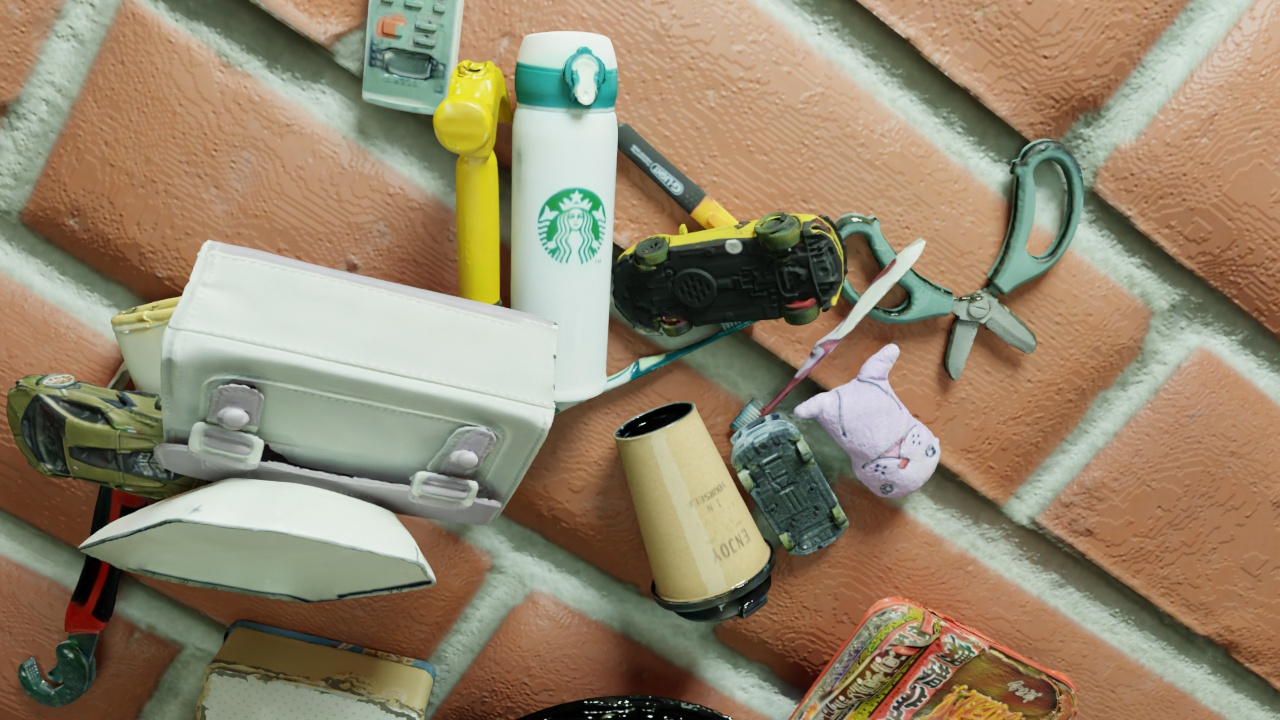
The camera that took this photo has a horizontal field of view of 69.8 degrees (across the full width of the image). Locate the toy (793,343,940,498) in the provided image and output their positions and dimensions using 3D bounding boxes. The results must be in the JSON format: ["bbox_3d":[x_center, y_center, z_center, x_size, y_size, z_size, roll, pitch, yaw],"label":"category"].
[{"bbox_3d":[0.169,0.049,0.646,0.084,0.039,0.108,-37,105,5],"label":"toy"}]

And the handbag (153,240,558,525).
[{"bbox_3d":[-0.162,0.028,0.526,0.197,0.098,0.145,13,139,-16],"label":"handbag"}]

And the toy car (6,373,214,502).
[{"bbox_3d":[-0.345,0.052,0.595,0.158,0.042,0.070,9,112,10],"label":"toy car"}]

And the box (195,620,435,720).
[{"bbox_3d":[-0.257,0.267,0.714,0.184,0.061,0.090,18,108,-4],"label":"box"}]

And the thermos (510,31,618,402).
[{"bbox_3d":[-0.048,-0.088,0.576,0.073,0.073,0.224,3,111,-2],"label":"thermos"}]

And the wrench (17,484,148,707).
[{"bbox_3d":[-0.408,0.169,0.681,0.056,0.016,0.274,33,114,-2],"label":"wrench"}]

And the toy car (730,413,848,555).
[{"bbox_3d":[0.107,0.091,0.662,0.054,0.036,0.121,-29,119,7],"label":"toy car"}]

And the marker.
[{"bbox_3d":[0.029,-0.110,0.600,0.124,0.015,0.018,40,106,-14],"label":"marker"}]

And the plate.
[{"bbox_3d":[-0.239,0.115,0.575,0.162,0.034,0.267,26,149,-36],"label":"plate"}]

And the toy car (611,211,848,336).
[{"bbox_3d":[0.054,-0.056,0.594,0.156,0.041,0.071,-7,124,24],"label":"toy car"}]

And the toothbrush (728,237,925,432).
[{"bbox_3d":[0.124,-0.013,0.625,0.017,0.016,0.188,39,114,-3],"label":"toothbrush"}]

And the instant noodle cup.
[{"bbox_3d":[0.214,0.261,0.702,0.189,0.079,0.165,28,108,-9],"label":"instant noodle cup"}]

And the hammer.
[{"bbox_3d":[-0.102,-0.038,0.587,0.033,0.128,0.301,3,121,-3],"label":"hammer"}]

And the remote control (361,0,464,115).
[{"bbox_3d":[-0.136,-0.220,0.557,0.056,0.019,0.135,10,110,-4],"label":"remote control"}]

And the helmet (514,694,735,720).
[{"bbox_3d":[-0.061,0.398,0.672,0.314,0.247,0.241,-6,135,-30],"label":"helmet"}]

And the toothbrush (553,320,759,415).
[{"bbox_3d":[-0.004,0.004,0.642,0.192,0.016,0.018,-24,98,8],"label":"toothbrush"}]

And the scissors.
[{"bbox_3d":[0.220,-0.078,0.611,0.170,0.019,0.178,32,106,-10],"label":"scissors"}]

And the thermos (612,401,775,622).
[{"bbox_3d":[0.035,0.105,0.643,0.093,0.093,0.143,-19,102,6],"label":"thermos"}]

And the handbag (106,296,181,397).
[{"bbox_3d":[-0.307,0.035,0.636,0.179,0.063,0.163,-4,110,17],"label":"handbag"}]
